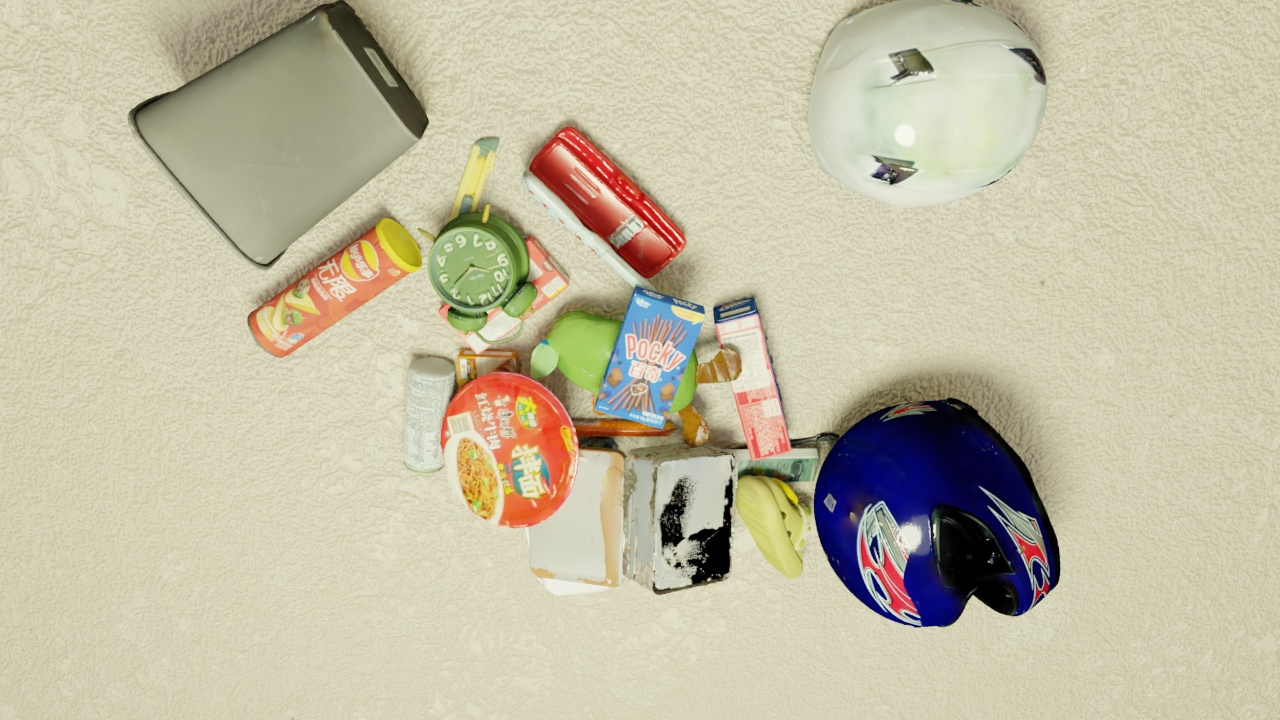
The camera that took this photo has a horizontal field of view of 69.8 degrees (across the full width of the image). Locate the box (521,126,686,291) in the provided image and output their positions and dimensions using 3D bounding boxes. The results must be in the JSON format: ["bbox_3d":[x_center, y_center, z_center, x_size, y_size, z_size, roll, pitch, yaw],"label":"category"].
[{"bbox_3d":[-0.042,-0.161,1.042,0.095,0.101,0.201,-42,110,19],"label":"box"}]

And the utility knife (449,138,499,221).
[{"bbox_3d":[-0.207,-0.174,1.086,0.031,0.020,0.196,21,119,-4],"label":"utility knife"}]

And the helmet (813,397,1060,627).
[{"bbox_3d":[0.351,0.212,1.143,0.240,0.247,0.315,-31,105,-5],"label":"helmet"}]

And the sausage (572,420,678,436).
[{"bbox_3d":[-0.032,0.090,1.212,0.165,0.021,0.021,1,117,0],"label":"sausage"}]

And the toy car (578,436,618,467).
[{"bbox_3d":[-0.087,0.138,1.229,0.120,0.036,0.054,-19,113,-2],"label":"toy car"}]

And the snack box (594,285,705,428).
[{"bbox_3d":[0.010,-0.001,1.057,0.084,0.026,0.157,16,115,-7],"label":"snack box"}]

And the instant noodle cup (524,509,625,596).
[{"bbox_3d":[-0.092,0.255,1.275,0.138,0.060,0.174,-7,115,4],"label":"instant noodle cup"}]

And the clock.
[{"bbox_3d":[-0.185,-0.096,1.071,0.116,0.056,0.161,-17,106,13],"label":"clock"}]

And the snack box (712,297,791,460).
[{"bbox_3d":[0.143,0.024,1.160,0.058,0.057,0.208,-13,116,9],"label":"snack box"}]

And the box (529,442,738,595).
[{"bbox_3d":[-0.010,0.198,1.173,0.272,0.130,0.179,1,98,-6],"label":"box"}]

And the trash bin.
[{"bbox_3d":[-0.359,-0.246,0.959,0.220,0.198,0.199,-32,114,7],"label":"trash bin"}]

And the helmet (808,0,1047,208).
[{"bbox_3d":[0.314,-0.263,0.965,0.258,0.145,0.229,2,117,-2],"label":"helmet"}]

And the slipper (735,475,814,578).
[{"bbox_3d":[0.188,0.215,1.248,0.081,0.092,0.191,-38,128,-18],"label":"slipper"}]

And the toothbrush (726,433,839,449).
[{"bbox_3d":[0.172,0.116,1.229,0.189,0.016,0.014,-8,109,5],"label":"toothbrush"}]

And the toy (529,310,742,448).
[{"bbox_3d":[-0.007,0.007,1.130,0.246,0.089,0.228,22,130,-5],"label":"toy"}]

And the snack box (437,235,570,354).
[{"bbox_3d":[-0.167,-0.079,1.125,0.153,0.025,0.075,-35,110,16],"label":"snack box"}]

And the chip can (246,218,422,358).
[{"bbox_3d":[-0.367,-0.085,1.097,0.217,0.073,0.073,-30,113,14],"label":"chip can"}]

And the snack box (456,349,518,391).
[{"bbox_3d":[-0.196,0.059,1.194,0.075,0.026,0.154,2,117,0],"label":"snack box"}]

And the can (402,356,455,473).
[{"bbox_3d":[-0.274,0.071,1.182,0.058,0.058,0.147,9,116,-5],"label":"can"}]

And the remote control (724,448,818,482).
[{"bbox_3d":[0.169,0.142,1.231,0.135,0.019,0.056,0,135,0],"label":"remote control"}]

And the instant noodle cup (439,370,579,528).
[{"bbox_3d":[-0.152,0.106,1.137,0.194,0.065,0.194,3,97,21],"label":"instant noodle cup"}]
